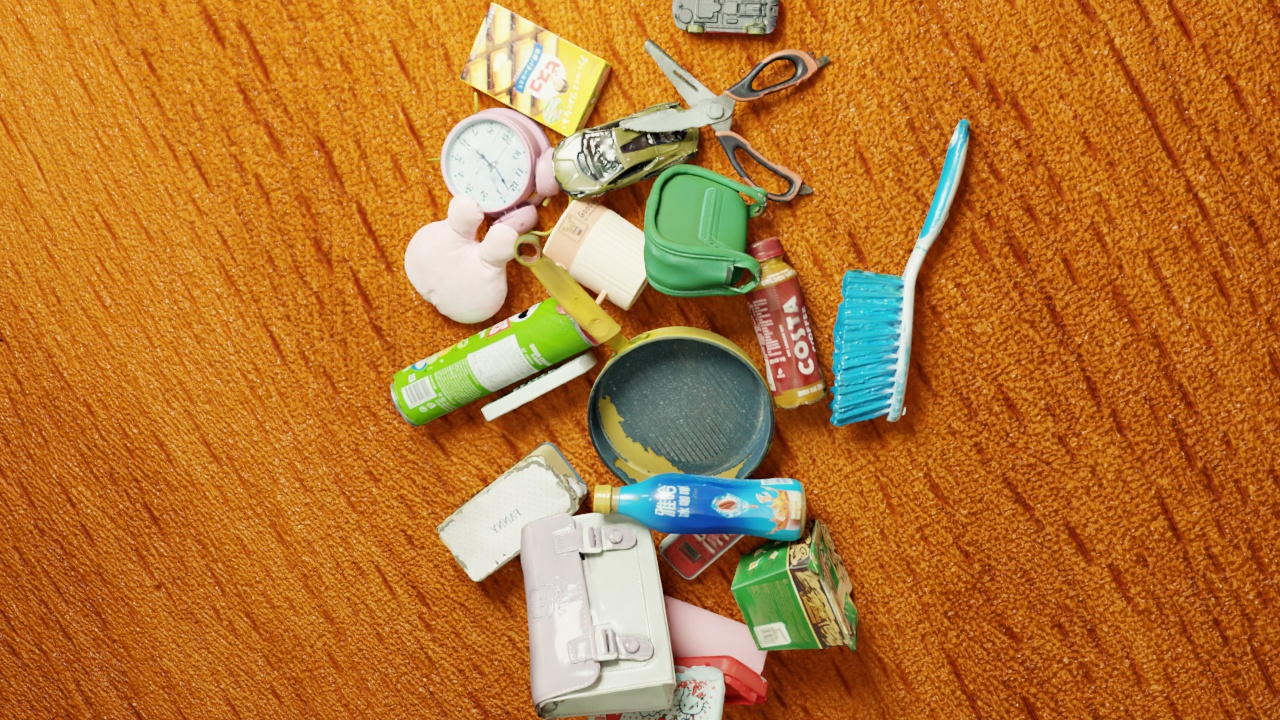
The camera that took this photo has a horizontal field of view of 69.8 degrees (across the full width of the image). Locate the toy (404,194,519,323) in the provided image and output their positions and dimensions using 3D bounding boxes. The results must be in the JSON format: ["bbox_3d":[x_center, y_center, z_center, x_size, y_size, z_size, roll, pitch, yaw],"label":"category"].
[{"bbox_3d":[-0.189,-0.107,0.991,0.121,0.054,0.160,39,133,-9],"label":"toy"}]

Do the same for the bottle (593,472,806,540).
[{"bbox_3d":[0.061,0.152,0.960,0.218,0.065,0.065,3,102,-1],"label":"bottle"}]

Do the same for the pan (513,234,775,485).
[{"bbox_3d":[-0.006,0.005,0.940,0.198,0.078,0.357,-33,108,17],"label":"pan"}]

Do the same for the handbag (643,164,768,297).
[{"bbox_3d":[0.064,-0.128,0.904,0.120,0.131,0.068,6,140,3],"label":"handbag"}]

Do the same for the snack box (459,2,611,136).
[{"bbox_3d":[-0.111,-0.304,0.966,0.140,0.033,0.087,29,106,3],"label":"snack box"}]

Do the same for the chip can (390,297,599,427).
[{"bbox_3d":[-0.162,-0.002,1.017,0.236,0.072,0.072,-24,95,16],"label":"chip can"}]

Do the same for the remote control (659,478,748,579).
[{"bbox_3d":[0.083,0.189,1.032,0.136,0.020,0.056,-44,90,16],"label":"remote control"}]

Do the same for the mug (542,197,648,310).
[{"bbox_3d":[-0.045,-0.101,0.958,0.106,0.082,0.114,33,69,1],"label":"mug"}]

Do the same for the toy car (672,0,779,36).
[{"bbox_3d":[0.085,-0.350,0.916,0.106,0.031,0.049,5,101,9],"label":"toy car"}]

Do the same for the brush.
[{"bbox_3d":[0.259,-0.085,0.928,0.109,0.060,0.315,4,100,5],"label":"brush"}]

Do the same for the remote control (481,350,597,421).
[{"bbox_3d":[-0.111,0.027,1.021,0.135,0.056,0.019,-27,94,16],"label":"remote control"}]

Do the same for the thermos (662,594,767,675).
[{"bbox_3d":[0.039,0.312,1.040,0.198,0.067,0.087,18,128,3],"label":"thermos"}]

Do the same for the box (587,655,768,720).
[{"bbox_3d":[0.031,0.377,0.990,0.095,0.101,0.202,41,141,-25],"label":"box"}]

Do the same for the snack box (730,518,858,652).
[{"bbox_3d":[0.162,0.248,0.981,0.106,0.117,0.118,-22,98,19],"label":"snack box"}]

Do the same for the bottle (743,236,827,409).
[{"bbox_3d":[0.146,-0.039,0.953,0.057,0.057,0.175,-14,98,14],"label":"bottle"}]

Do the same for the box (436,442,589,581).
[{"bbox_3d":[-0.152,0.179,1.059,0.185,0.061,0.090,-35,92,18],"label":"box"}]

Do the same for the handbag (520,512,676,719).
[{"bbox_3d":[-0.048,0.259,0.955,0.145,0.196,0.099,-8,142,-4],"label":"handbag"}]

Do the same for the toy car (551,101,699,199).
[{"bbox_3d":[-0.014,-0.213,0.936,0.158,0.042,0.070,-23,93,-13],"label":"toy car"}]

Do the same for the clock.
[{"bbox_3d":[-0.141,-0.198,0.979,0.158,0.059,0.117,40,107,0],"label":"clock"}]

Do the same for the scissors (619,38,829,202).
[{"bbox_3d":[0.091,-0.242,0.921,0.222,0.015,0.189,-15,105,-2],"label":"scissors"}]
